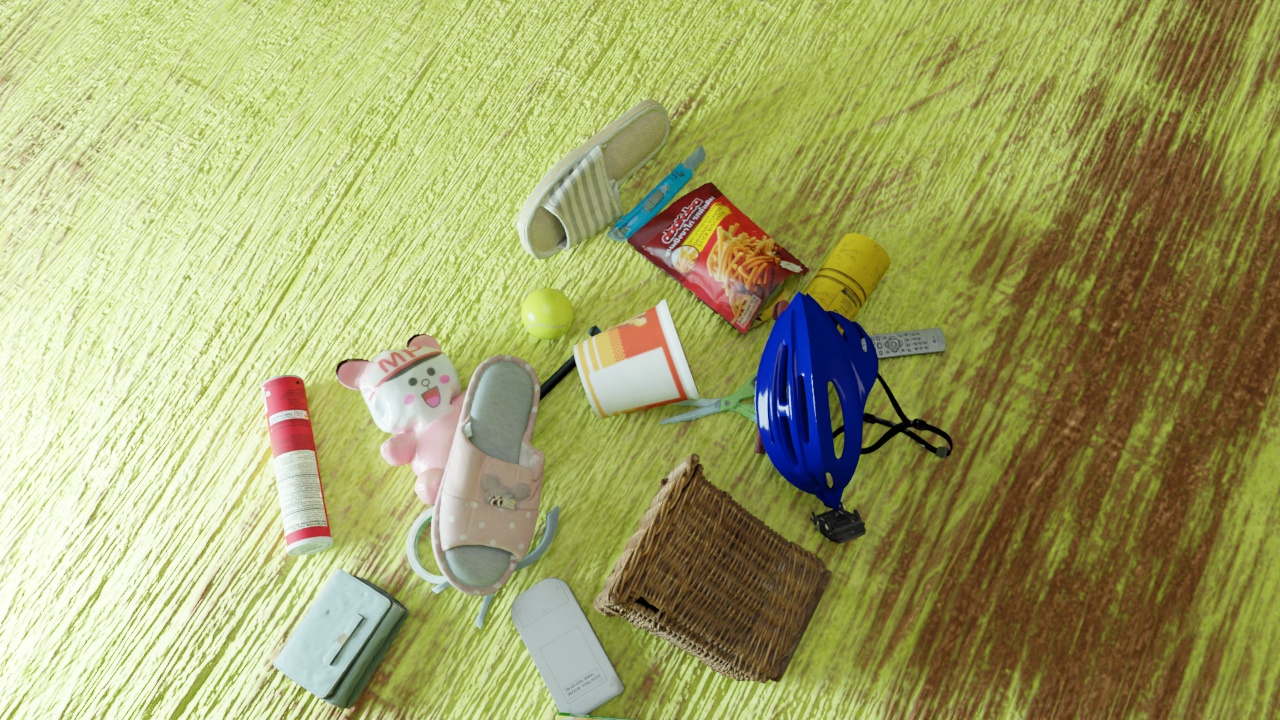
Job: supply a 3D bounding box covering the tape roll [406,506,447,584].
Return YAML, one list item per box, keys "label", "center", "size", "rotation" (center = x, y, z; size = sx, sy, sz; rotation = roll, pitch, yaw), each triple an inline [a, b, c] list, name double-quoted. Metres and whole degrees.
- label: "tape roll"
  center: [-0.226, 0.215, 1.077]
  size: [0.094, 0.018, 0.093]
  rotation: [-1, 70, 3]

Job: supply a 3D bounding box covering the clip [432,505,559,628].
- label: "clip"
  center: [-0.173, 0.209, 1.054]
  size: [0.115, 0.028, 0.163]
  rotation: [38, 70, 0]

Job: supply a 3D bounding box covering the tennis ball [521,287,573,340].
- label: "tennis ball"
  center: [-0.116, -0.058, 1.147]
  size: [0.065, 0.065, 0.065]
  rotation: [-1, 69, 3]

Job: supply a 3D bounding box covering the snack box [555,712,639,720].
- label: "snack box"
  center: [-0.012, 0.448, 0.965]
  size: [0.168, 0.027, 0.131]
  rotation: [4, 78, 4]

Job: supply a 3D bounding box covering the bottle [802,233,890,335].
- label: "bottle"
  center: [0.236, -0.073, 1.130]
  size: [0.071, 0.071, 0.163]
  rotation: [33, 75, 14]

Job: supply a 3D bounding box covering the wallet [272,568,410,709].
- label: "wallet"
  center: [-0.335, 0.311, 1.032]
  size: [0.100, 0.054, 0.131]
  rotation: [26, 68, 11]

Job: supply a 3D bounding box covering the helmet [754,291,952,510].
- label: "helmet"
  center: [0.242, 0.047, 1.038]
  size: [0.227, 0.148, 0.241]
  rotation: [2, 89, -11]

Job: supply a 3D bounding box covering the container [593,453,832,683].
- label: "container"
  center: [0.070, 0.228, 0.946]
  size: [0.183, 0.250, 0.162]
  rotation: [30, 73, 3]

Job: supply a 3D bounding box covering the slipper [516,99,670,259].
- label: "slipper"
  center: [-0.051, -0.235, 1.191]
  size: [0.054, 0.114, 0.272]
  rotation: [30, 70, 35]

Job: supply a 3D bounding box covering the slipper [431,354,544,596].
- label: "slipper"
  center: [-0.164, 0.123, 1.026]
  size: [0.114, 0.055, 0.274]
  rotation: [13, 72, -22]

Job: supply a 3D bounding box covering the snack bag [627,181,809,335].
- label: "snack bag"
  center: [0.102, -0.134, 1.181]
  size: [0.139, 0.067, 0.208]
  rotation: [-43, 64, -7]

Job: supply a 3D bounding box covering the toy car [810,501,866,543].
- label: "toy car"
  center: [0.222, 0.186, 1.026]
  size: [0.040, 0.092, 0.037]
  rotation: [-19, 93, -5]

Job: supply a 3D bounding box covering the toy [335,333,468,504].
- label: "toy"
  center: [-0.257, 0.065, 1.098]
  size: [0.141, 0.084, 0.213]
  rotation: [-30, 74, -27]

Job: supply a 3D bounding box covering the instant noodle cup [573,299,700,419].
- label: "instant noodle cup"
  center: [-0.006, 0.006, 1.093]
  size: [0.121, 0.123, 0.123]
  rotation: [-19, 69, 4]

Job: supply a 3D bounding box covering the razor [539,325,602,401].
- label: "razor"
  center: [-0.098, 0.016, 1.144]
  size: [0.144, 0.022, 0.043]
  rotation: [-42, 113, -8]

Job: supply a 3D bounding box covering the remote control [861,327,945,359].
- label: "remote control"
  center: [0.308, -0.018, 1.136]
  size: [0.136, 0.013, 0.033]
  rotation: [-6, 70, 1]

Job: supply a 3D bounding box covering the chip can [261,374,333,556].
- label: "chip can"
  center: [-0.414, 0.123, 1.104]
  size: [0.052, 0.052, 0.214]
  rotation: [-17, 69, -3]

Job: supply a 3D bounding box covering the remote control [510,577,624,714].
- label: "remote control"
  center: [-0.085, 0.320, 1.028]
  size: [0.074, 0.019, 0.151]
  rotation: [-30, 73, -5]

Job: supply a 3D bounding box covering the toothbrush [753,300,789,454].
- label: "toothbrush"
  center: [0.157, 0.019, 1.108]
  size: [0.016, 0.016, 0.189]
  rotation: [14, 80, -23]

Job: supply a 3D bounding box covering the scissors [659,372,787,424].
- label: "scissors"
  center: [0.104, 0.045, 1.126]
  size: [0.175, 0.032, 0.092]
  rotation: [1, 72, -1]

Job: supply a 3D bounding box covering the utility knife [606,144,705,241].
- label: "utility knife"
  center: [0.026, -0.223, 1.227]
  size: [0.031, 0.015, 0.185]
  rotation: [44, 76, -5]
